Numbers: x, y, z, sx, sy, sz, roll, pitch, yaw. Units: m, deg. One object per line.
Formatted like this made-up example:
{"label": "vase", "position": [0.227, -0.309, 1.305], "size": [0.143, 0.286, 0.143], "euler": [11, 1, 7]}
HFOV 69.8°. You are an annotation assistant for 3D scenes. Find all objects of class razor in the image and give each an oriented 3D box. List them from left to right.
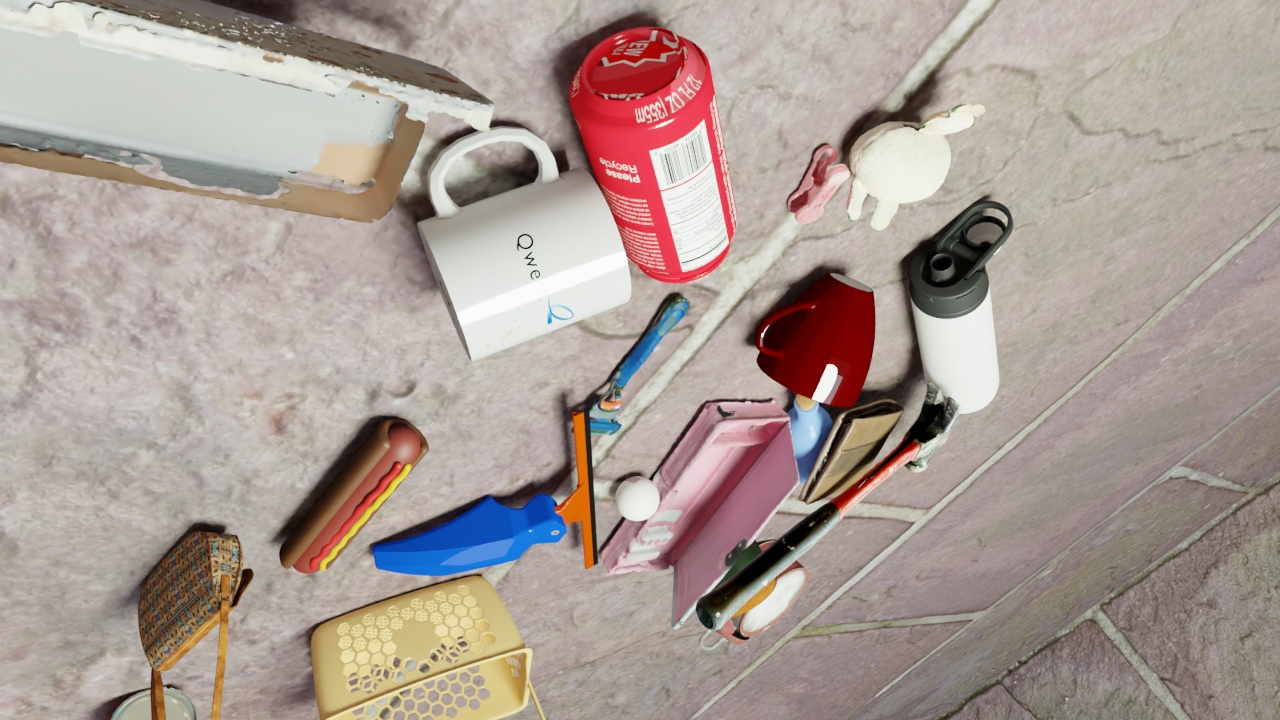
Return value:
{"label": "razor", "position": [-0.004, 0.004, 0.702], "size": [0.043, 0.018, 0.141], "euler": [9, 126, -42]}

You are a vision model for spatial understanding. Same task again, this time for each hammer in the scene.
{"label": "hammer", "position": [0.178, 0.135, 0.842], "size": [0.325, 0.036, 0.141], "euler": [-33, 151, -26]}

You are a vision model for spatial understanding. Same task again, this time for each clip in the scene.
{"label": "clip", "position": [0.125, -0.117, 0.632], "size": [0.023, 0.044, 0.060], "euler": [-4, 124, -28]}

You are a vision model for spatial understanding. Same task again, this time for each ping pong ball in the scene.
{"label": "ping pong ball", "position": [-0.003, 0.125, 0.833], "size": [0.040, 0.040, 0.040], "euler": [-20, 144, -15]}

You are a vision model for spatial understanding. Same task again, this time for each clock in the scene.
{"label": "clock", "position": [0.127, 0.283, 1.100], "size": [0.156, 0.062, 0.110], "euler": [-44, 145, -4]}

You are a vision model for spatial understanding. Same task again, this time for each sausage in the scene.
{"label": "sausage", "position": [-0.206, 0.101, 0.656], "size": [0.040, 0.040, 0.156], "euler": [17, 124, -47]}

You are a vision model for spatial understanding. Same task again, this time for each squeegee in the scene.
{"label": "squeegee", "position": [-0.125, 0.143, 0.756], "size": [0.184, 0.055, 0.250], "euler": [-11, 142, -9]}

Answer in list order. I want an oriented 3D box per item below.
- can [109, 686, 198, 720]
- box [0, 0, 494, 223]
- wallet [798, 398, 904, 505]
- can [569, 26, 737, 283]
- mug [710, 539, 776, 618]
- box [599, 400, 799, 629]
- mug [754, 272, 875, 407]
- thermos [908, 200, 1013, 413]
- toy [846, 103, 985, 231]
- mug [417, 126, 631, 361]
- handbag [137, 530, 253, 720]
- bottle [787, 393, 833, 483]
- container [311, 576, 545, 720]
{"label": "can", "position": [-0.414, 0.334, 0.771], "size": [0.066, 0.066, 0.125], "euler": [-2, 136, -35]}
{"label": "box", "position": [-0.181, -0.103, 0.372], "size": [0.216, 0.095, 0.115], "euler": [4, 136, -39]}
{"label": "wallet", "position": [0.203, 0.087, 0.879], "size": [0.120, 0.027, 0.099], "euler": [-8, 128, -53]}
{"label": "can", "position": [0.011, -0.111, 0.519], "size": [0.074, 0.074, 0.142], "euler": [-27, 145, -4]}
{"label": "mug", "position": [0.100, 0.231, 1.003], "size": [0.085, 0.081, 0.111], "euler": [-33, 145, 4]}
{"label": "box", "position": [0.064, 0.151, 0.857], "size": [0.099, 0.106, 0.233], "euler": [3, 133, -38]}
{"label": "mug", "position": [0.138, -0.024, 0.723], "size": [0.113, 0.087, 0.088], "euler": [8, 113, -35]}
{"label": "thermos", "position": [0.296, -0.039, 0.830], "size": [0.101, 0.068, 0.230], "euler": [-43, 144, -5]}
{"label": "toy", "position": [0.183, -0.138, 0.632], "size": [0.087, 0.050, 0.113], "euler": [3, 130, -39]}
{"label": "mug", "position": [-0.071, -0.071, 0.517], "size": [0.096, 0.083, 0.120], "euler": [-22, 117, -12]}
{"label": "handbag", "position": [-0.285, 0.207, 0.595], "size": [0.094, 0.195, 0.043], "euler": [-41, 138, 19]}
{"label": "bottle", "position": [0.160, 0.069, 0.875], "size": [0.048, 0.048, 0.131], "euler": [-26, 145, -6]}
{"label": "container", "position": [-0.187, 0.299, 0.805], "size": [0.183, 0.167, 0.129], "euler": [-13, 142, -23]}
